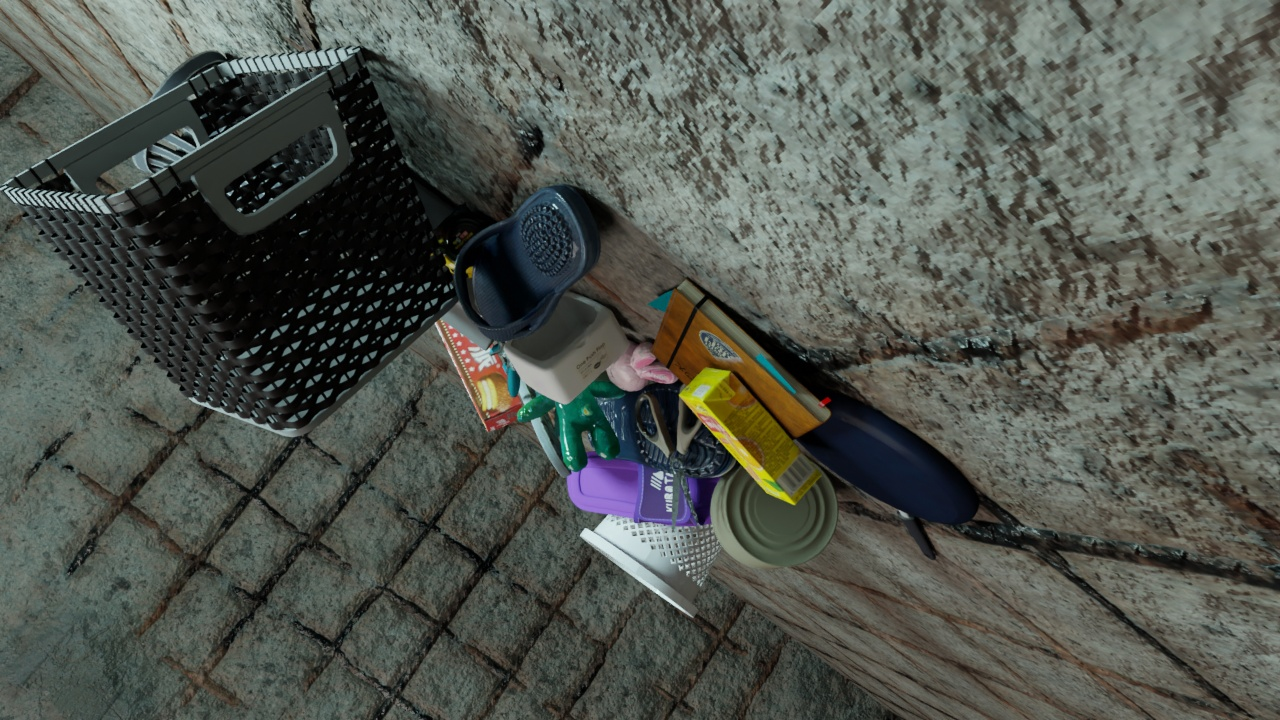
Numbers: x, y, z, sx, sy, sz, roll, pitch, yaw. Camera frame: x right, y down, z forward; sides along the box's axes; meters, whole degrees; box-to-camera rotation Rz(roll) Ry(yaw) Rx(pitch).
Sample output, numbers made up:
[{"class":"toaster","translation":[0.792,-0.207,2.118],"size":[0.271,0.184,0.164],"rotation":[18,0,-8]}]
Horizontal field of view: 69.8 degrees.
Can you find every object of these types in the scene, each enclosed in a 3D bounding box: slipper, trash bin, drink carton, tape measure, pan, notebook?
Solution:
[{"class":"slipper","translation":[0.032,0.076,1.087],"size":[0.095,0.105,0.253],"rotation":[3,179,-38]},{"class":"trash bin","translation":[-0.445,-0.229,1.091],"size":[0.227,0.164,0.164],"rotation":[34,168,-7]},{"class":"drink carton","translation":[0.097,0.067,0.825],"size":[0.134,0.043,0.058],"rotation":[48,169,-16]},{"class":"tape measure","translation":[-0.184,-0.123,0.968],"size":[0.072,0.071,0.042],"rotation":[42,166,4]},{"class":"slipper","translation":[-0.129,0.053,1.244],"size":[0.268,0.055,0.098],"rotation":[61,178,44]},{"class":"pan","translation":[0.239,0.128,0.878],"size":[0.199,0.021,0.356],"rotation":[25,164,40]},{"class":"slipper","translation":[0.006,0.160,1.175],"size":[0.267,0.107,0.083],"rotation":[-3,178,31]},{"class":"notebook","translation":[0.077,0.009,0.841],"size":[0.178,0.014,0.249],"rotation":[43,168,6]},{"class":"slipper","translation":[-0.122,-0.077,0.814],"size":[0.101,0.082,0.264],"rotation":[63,151,2]},{"class":"trash bin","translation":[-0.241,-0.119,1.079],"size":[0.220,0.097,0.192],"rotation":[36,168,-7]},{"class":"trash bin","translation":[0.051,0.225,1.309],"size":[0.195,0.199,0.196],"rotation":[34,168,8]}]

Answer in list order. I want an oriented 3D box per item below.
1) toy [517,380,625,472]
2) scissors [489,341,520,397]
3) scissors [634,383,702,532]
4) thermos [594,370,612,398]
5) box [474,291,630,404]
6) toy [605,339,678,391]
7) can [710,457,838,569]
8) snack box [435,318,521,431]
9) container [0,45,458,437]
[{"class":"toy","translation":[-0.081,0.030,1.052],"size":[0.073,0.130,0.193],"rotation":[119,132,-64]},{"class":"scissors","translation":[-0.168,-0.002,1.150],"size":[0.124,0.019,0.157],"rotation":[45,152,44]},{"class":"scissors","translation":[0.035,0.095,0.996],"size":[0.012,0.158,0.162],"rotation":[2,-154,-45]},{"class":"thermos","translation":[-0.061,0.038,1.210],"size":[0.231,0.082,0.082],"rotation":[44,165,-30]},{"class":"box","translation":[-0.103,-0.049,0.973],"size":[0.128,0.108,0.137],"rotation":[28,151,44]},{"class":"toy","translation":[-0.006,0.006,1.023],"size":[0.063,0.047,0.110],"rotation":[49,150,-21]},{"class":"can","translation":[0.146,0.164,1.007],"size":[0.128,0.127,0.073],"rotation":[36,166,3]},{"class":"snack box","translation":[-0.238,-0.022,1.278],"size":[0.236,0.060,0.113],"rotation":[63,169,7]},{"class":"container","translation":[-0.347,-0.108,0.829],"size":[0.246,0.246,0.244],"rotation":[11,136,38]}]
